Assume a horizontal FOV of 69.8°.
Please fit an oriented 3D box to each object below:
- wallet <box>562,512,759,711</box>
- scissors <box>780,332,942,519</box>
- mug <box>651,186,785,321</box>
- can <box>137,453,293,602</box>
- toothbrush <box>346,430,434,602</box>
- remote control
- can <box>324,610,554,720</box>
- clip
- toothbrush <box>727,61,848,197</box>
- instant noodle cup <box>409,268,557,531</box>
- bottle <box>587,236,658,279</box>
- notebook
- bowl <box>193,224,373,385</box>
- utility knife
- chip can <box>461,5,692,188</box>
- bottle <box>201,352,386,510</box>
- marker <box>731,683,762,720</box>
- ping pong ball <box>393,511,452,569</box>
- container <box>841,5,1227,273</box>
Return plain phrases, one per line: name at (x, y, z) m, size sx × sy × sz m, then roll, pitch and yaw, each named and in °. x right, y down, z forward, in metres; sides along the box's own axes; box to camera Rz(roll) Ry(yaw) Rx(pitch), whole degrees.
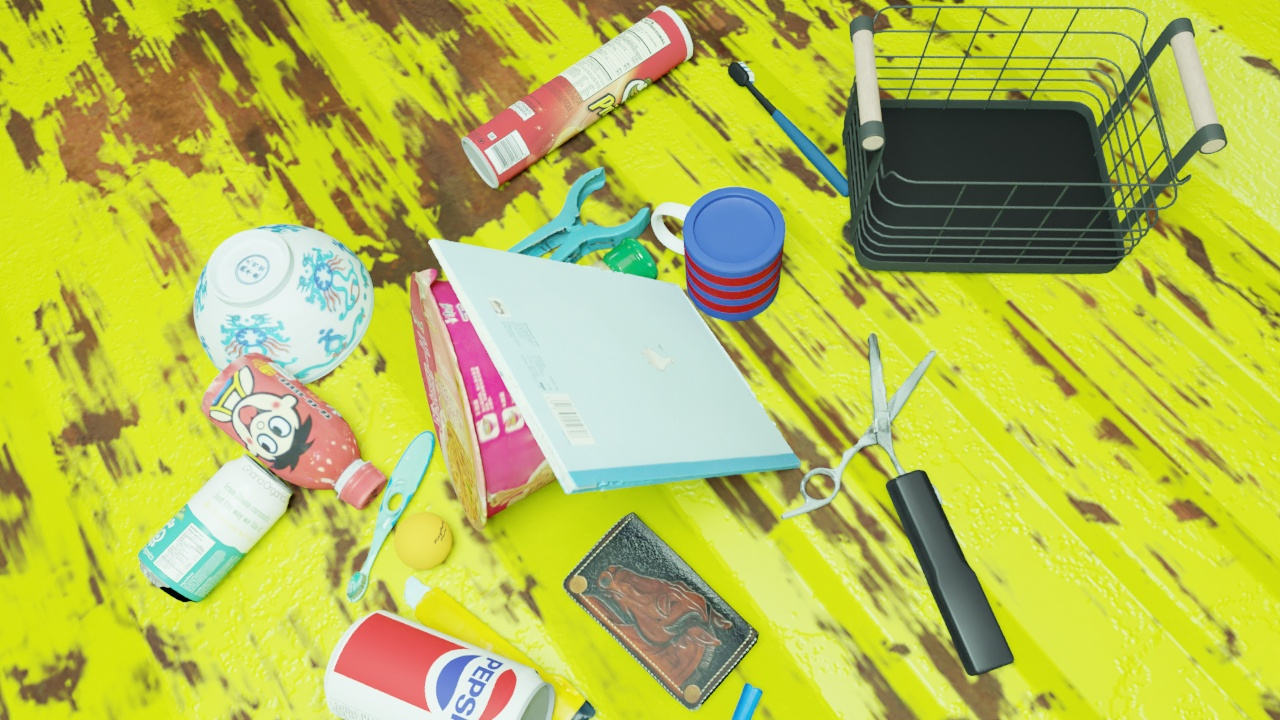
wallet at (0.013, 0.169, 0.622) m, size 0.123 × 0.019 × 0.072 m, roll 40°, pitch 79°, yaw 20°
scissors at (0.161, 0.054, 0.665) m, size 0.162 × 0.014 × 0.141 m, roll -21°, pitch 67°, yaw -4°
mug at (0.056, -0.090, 0.707) m, size 0.112 × 0.076 × 0.074 m, roll 31°, pitch 71°, yaw 18°
can at (-0.302, 0.119, 0.655) m, size 0.055 × 0.055 × 0.101 m, roll 34°, pitch 73°, yaw 19°
toothbrush at (-0.182, 0.111, 0.668) m, size 0.022 × 0.017 × 0.135 m, roll 19°, pitch 68°, yaw 4°
remote control at (0.206, 0.139, 0.614) m, size 0.032 × 0.015 × 0.136 m, roll -18°, pitch 70°, yaw -3°
can at (-0.127, 0.211, 0.580) m, size 0.132 × 0.070 × 0.070 m, roll 15°, pitch 67°, yaw 19°
clip at (-0.037, -0.096, 0.749) m, size 0.121 × 0.031 × 0.129 m, roll 25°, pitch 69°, yaw 11°
toothbrush at (0.127, -0.200, 0.786) m, size 0.014 × 0.014 × 0.167 m, roll -17°, pitch 62°, yaw -41°
instant noodle cup at (-0.098, 0.020, 0.629) m, size 0.077 × 0.179 × 0.178 m, roll -15°, pitch 63°, yaw -20°
bottle at (-0.041, -0.052, 0.719) m, size 0.111 × 0.043 × 0.043 m, roll -36°, pitch 67°, yaw -10°
notebook at (-0.004, 0.004, 0.600) m, size 0.009 × 0.253 × 0.181 m, roll -46°, pitch 62°, yaw 26°
bowl at (-0.294, -0.057, 0.726) m, size 0.144 × 0.074 × 0.143 m, roll -2°, pitch 65°, yaw 4°
utility knife at (-0.101, 0.197, 0.621) m, size 0.165 × 0.017 × 0.030 m, roll 32°, pitch 67°, yaw 18°
chip can at (-0.053, -0.229, 0.797) m, size 0.214 × 0.052 × 0.052 m, roll -37°, pitch 67°, yaw -11°
bottle at (-0.249, 0.057, 0.674) m, size 0.137 × 0.062 × 0.061 m, roll 37°, pitch 72°, yaw 5°
marker at (0.044, 0.272, 0.575) m, size 0.013 × 0.013 × 0.141 m, roll 22°, pitch 69°, yaw 15°
ping pong ball at (-0.153, 0.127, 0.645) m, size 0.040 × 0.040 × 0.040 m, roll -2°, pitch 65°, yaw 4°
container at (0.271, -0.168, 0.687) m, size 0.241 × 0.130 × 0.162 m, roll 1°, pitch 65°, yaw 2°
